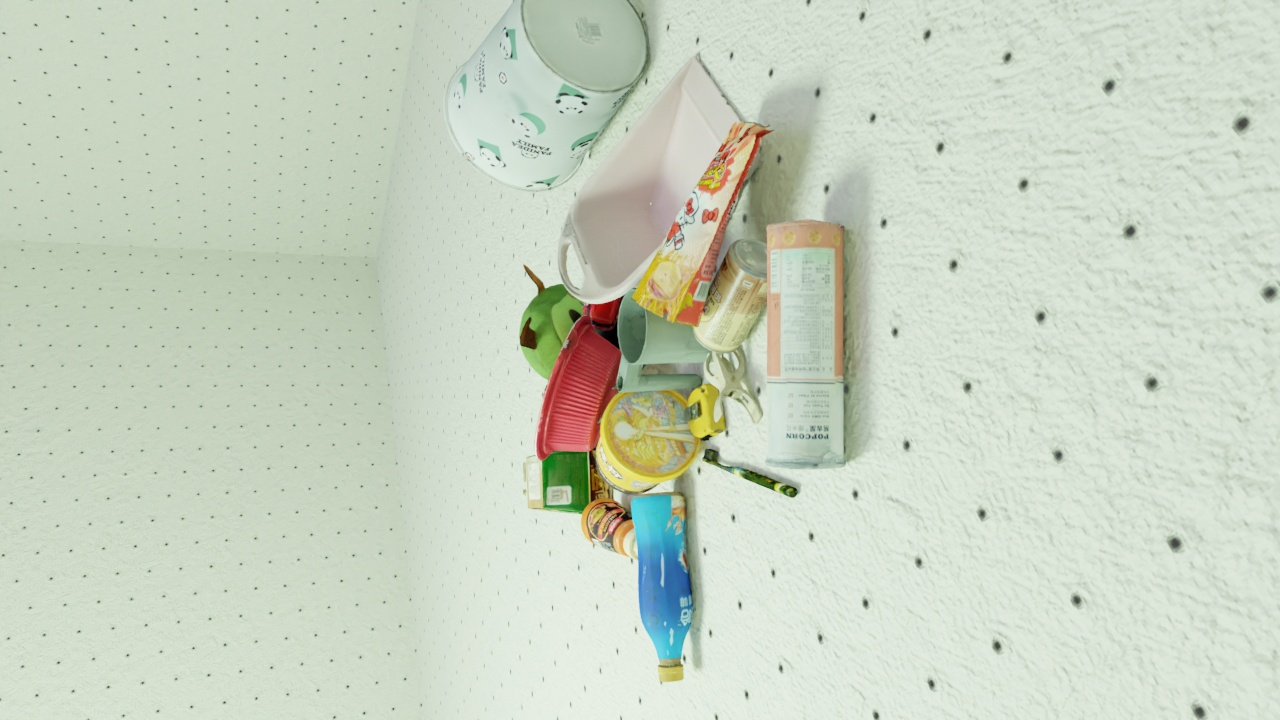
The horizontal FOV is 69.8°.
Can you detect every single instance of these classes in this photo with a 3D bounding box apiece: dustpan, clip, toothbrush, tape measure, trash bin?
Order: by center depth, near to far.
[{"bbox_3d":[0.112,0.117,0.968,0.186,0.012,0.017,13,91,66],"label":"toothbrush"},{"bbox_3d":[0.095,0.023,0.974,0.035,0.070,0.099,116,152,-44],"label":"clip"},{"bbox_3d":[0.071,0.060,1.041,0.057,0.028,0.060,140,127,-61],"label":"tape measure"},{"bbox_3d":[0.001,-0.194,1.066,0.222,0.138,0.274,-114,33,-45],"label":"dustpan"},{"bbox_3d":[-0.128,-0.391,1.277,0.253,0.229,0.229,-29,63,58],"label":"trash bin"}]

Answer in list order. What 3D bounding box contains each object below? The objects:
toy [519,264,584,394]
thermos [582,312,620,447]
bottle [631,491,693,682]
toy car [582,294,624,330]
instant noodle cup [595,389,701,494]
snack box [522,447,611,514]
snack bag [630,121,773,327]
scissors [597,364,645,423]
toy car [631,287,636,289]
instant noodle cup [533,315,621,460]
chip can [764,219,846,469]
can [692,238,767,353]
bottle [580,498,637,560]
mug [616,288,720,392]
[{"bbox_3d":[-0.121,-0.038,1.330,0.246,0.090,0.227,-76,-32,-60],"label":"toy"},{"bbox_3d":[-0.048,-0.004,1.287,0.090,0.068,0.242,-20,-65,-80],"label":"thermos"},{"bbox_3d":[0.028,0.267,1.092,0.065,0.065,0.218,155,113,-65],"label":"bottle"},{"bbox_3d":[-0.041,-0.100,1.214,0.045,0.053,0.120,-177,100,-80],"label":"toy car"},{"bbox_3d":[0.001,0.101,1.103,0.115,0.118,0.118,121,143,-63],"label":"instant noodle cup"},{"bbox_3d":[-0.109,0.179,1.359,0.118,0.105,0.118,159,109,-65],"label":"snack box"},{"bbox_3d":[0.065,-0.138,0.911,0.128,0.073,0.208,-116,50,-76],"label":"snack bag"},{"bbox_3d":[-0.004,0.003,1.128,0.176,0.012,0.162,-59,-5,1],"label":"scissors"},{"bbox_3d":[0.000,-0.068,1.202,0.090,0.034,0.043,-124,38,-55],"label":"toy car"},{"bbox_3d":[-0.070,0.043,1.157,0.194,0.066,0.194,20,-92,-82],"label":"instant noodle cup"},{"bbox_3d":[0.146,-0.014,0.814,0.071,0.071,0.214,179,91,-67],"label":"chip can"},{"bbox_3d":[0.098,-0.065,0.940,0.117,0.058,0.058,115,147,-43],"label":"can"},{"bbox_3d":[-0.024,0.231,1.227,0.150,0.066,0.067,15,104,59],"label":"bottle"},{"bbox_3d":[0.033,-0.020,1.036,0.083,0.103,0.124,-124,40,-53],"label":"mug"}]
